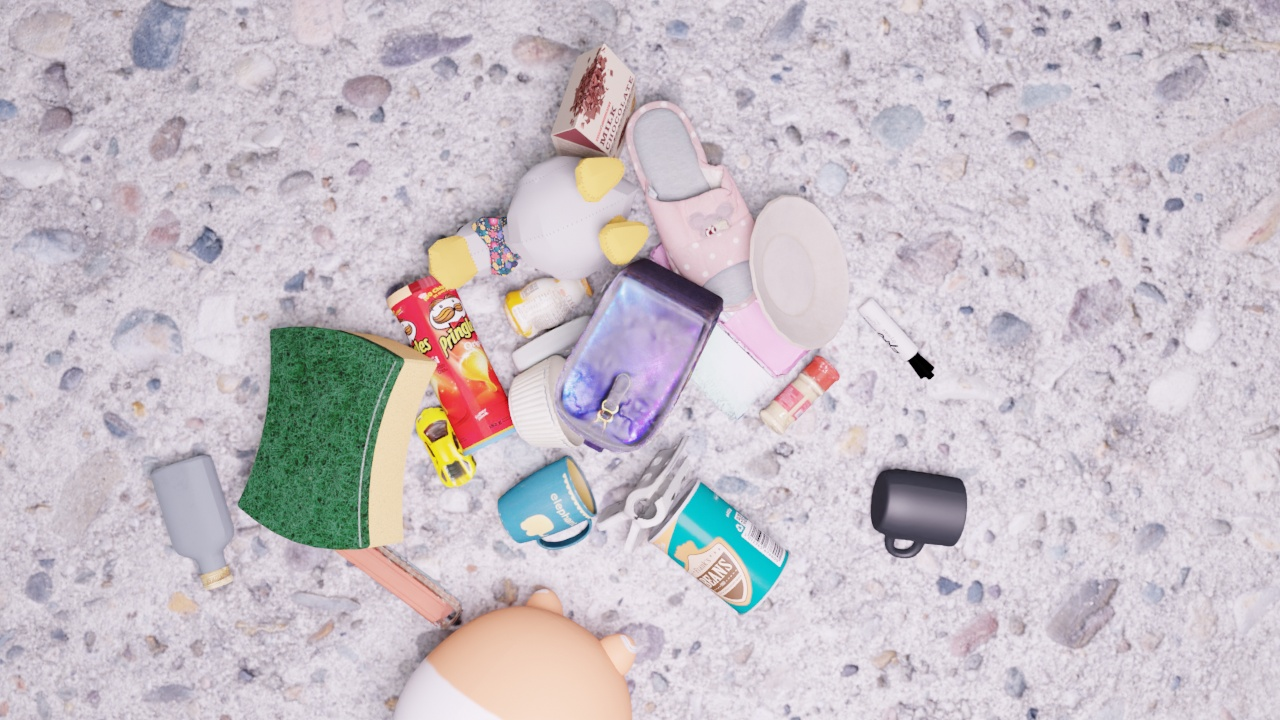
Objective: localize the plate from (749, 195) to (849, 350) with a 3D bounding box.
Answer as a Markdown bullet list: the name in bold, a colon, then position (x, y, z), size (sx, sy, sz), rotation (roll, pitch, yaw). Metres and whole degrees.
- **plate**: position (0.188, -0.106, 1.116), size (0.188, 0.027, 0.188), rotation (7, 79, -41)

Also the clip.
- **clip**: position (0.014, 0.168, 1.114), size (0.081, 0.124, 0.148), rotation (35, 113, 6)

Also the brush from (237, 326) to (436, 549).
- **brush**: position (-0.361, 0.089, 1.090), size (0.195, 0.075, 0.250), rotation (12, 91, 25)

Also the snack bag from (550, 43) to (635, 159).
- **snack bag**: position (-0.054, -0.287, 1.070), size (0.070, 0.206, 0.094), rotation (19, 89, 0)

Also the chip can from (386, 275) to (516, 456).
- **chip can**: position (-0.227, 0.005, 1.127), size (0.087, 0.087, 0.213), rotation (-26, 90, -1)

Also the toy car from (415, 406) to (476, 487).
- **toy car**: position (-0.246, 0.108, 1.154), size (0.049, 0.030, 0.107), rotation (-28, 88, 0)

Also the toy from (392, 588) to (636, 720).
- **toy**: position (-0.133, 0.410, 1.042), size (0.263, 0.266, 0.280), rotation (21, 68, 31)

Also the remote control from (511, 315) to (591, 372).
- **remote control**: position (-0.106, -0.019, 1.139), size (0.114, 0.060, 0.028), rotation (-27, 80, 3)

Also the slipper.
- **slipper**: position (0.065, -0.185, 1.107), size (0.114, 0.054, 0.274), rotation (-27, 92, 0)

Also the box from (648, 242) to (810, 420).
- **box**: position (0.092, -0.053, 1.152), size (0.230, 0.035, 0.159), rotation (44, 88, 0)

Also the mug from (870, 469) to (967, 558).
- **mug**: position (0.335, 0.194, 1.132), size (0.094, 0.085, 0.122), rotation (9, 118, 1)

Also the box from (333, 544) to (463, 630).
- **box**: position (-0.305, 0.270, 1.144), size (0.187, 0.053, 0.058), rotation (35, 57, -1)

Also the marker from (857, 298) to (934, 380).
- **marker**: position (0.325, -0.025, 1.157), size (0.025, 0.025, 0.126), rotation (-42, 89, -1)

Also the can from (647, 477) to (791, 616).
- **can**: position (0.095, 0.226, 1.116), size (0.144, 0.099, 0.099), rotation (39, 89, 1)

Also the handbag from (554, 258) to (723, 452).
- **handbag**: position (-0.006, 0.006, 1.052), size (0.125, 0.204, 0.222), rotation (28, 103, 3)

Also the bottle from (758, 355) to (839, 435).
- **bottle**: position (0.198, 0.044, 1.147), size (0.109, 0.044, 0.044), rotation (-45, 89, 0)

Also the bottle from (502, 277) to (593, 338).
- **bottle**: position (-0.114, -0.074, 1.138), size (0.108, 0.063, 0.063), rotation (-26, 89, 0)

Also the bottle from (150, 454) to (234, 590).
- **bottle**: position (-0.549, 0.204, 1.143), size (0.072, 0.046, 0.161), rotation (-18, 89, 0)

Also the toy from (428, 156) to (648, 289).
- **toy**: position (-0.106, -0.161, 1.084), size (0.245, 0.268, 0.141), rotation (-34, 109, -38)

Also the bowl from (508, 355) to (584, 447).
- **bowl**: position (-0.116, 0.056, 1.119), size (0.062, 0.115, 0.115), rotation (-15, 89, 14)

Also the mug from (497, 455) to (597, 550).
- **mug**: position (-0.111, 0.187, 1.133), size (0.104, 0.084, 0.112), rotation (-26, 118, 5)
